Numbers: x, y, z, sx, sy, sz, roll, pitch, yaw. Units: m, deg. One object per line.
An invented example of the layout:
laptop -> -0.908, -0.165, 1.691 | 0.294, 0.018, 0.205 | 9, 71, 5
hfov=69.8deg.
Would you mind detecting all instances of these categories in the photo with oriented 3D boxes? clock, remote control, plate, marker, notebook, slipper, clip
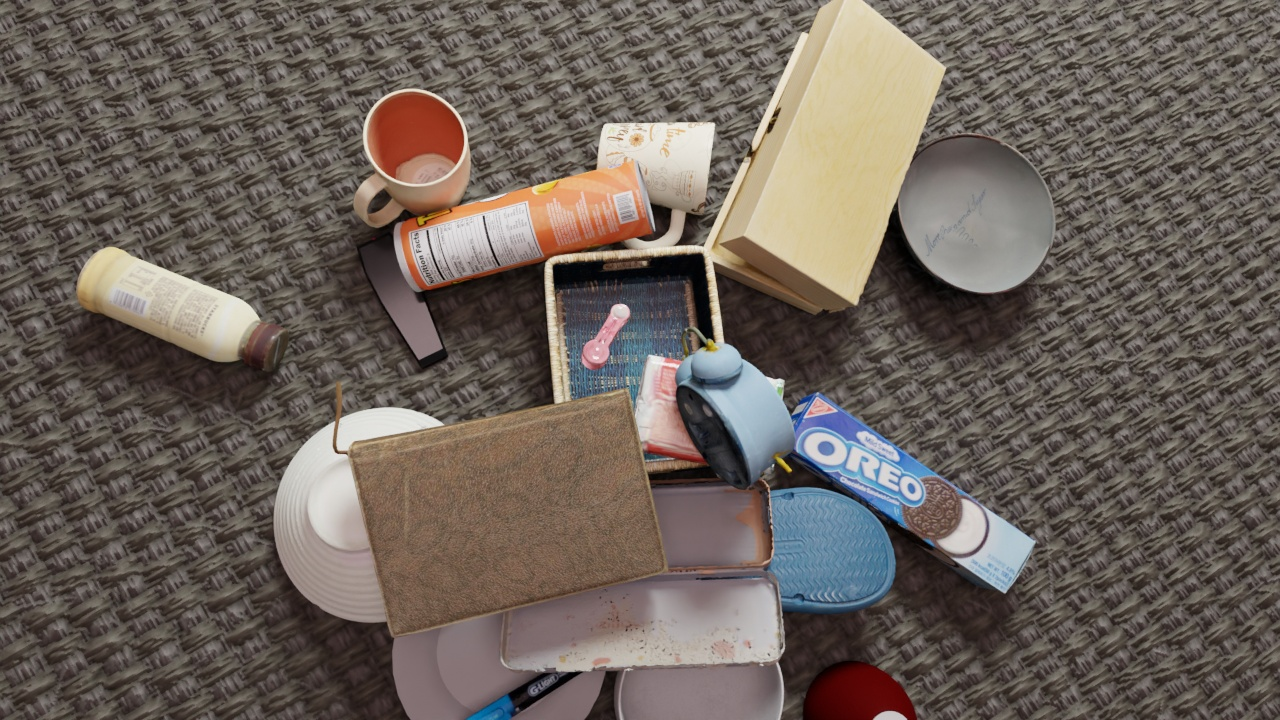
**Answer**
clock -> 0.062, 0.032, 0.664 | 0.051, 0.089, 0.124 | -31, 88, -15
remote control -> -0.208, -0.053, 0.805 | 0.039, 0.010, 0.124 | -27, 84, -10
plate -> -0.114, 0.239, 0.755 | 0.172, 0.019, 0.172 | 1, 79, -5
marker -> -0.091, 0.268, 0.733 | 0.123, 0.015, 0.018 | -29, 83, -12
notebook -> -0.103, 0.091, 0.678 | 0.215, 0.034, 0.190 | -12, 95, -4
slipper -> 0.104, 0.161, 0.773 | 0.214, 0.059, 0.103 | -2, 71, 8
clip -> -0.027, -0.018, 0.740 | 0.022, 0.038, 0.058 | 32, 79, 4

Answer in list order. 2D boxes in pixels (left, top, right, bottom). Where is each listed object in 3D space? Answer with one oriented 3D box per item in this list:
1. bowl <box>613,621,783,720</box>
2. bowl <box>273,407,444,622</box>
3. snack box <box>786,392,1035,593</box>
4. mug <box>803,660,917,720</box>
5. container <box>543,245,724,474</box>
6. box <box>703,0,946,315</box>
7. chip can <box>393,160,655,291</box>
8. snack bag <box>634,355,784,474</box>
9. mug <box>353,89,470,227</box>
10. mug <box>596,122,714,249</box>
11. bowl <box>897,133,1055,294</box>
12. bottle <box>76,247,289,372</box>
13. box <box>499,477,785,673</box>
bowl -> 0.044, 0.266, 0.742 | 0.132, 0.064, 0.131 | 1, 79, -6
bowl -> -0.216, 0.117, 0.731 | 0.177, 0.071, 0.177 | 0, 75, 1
snack box -> 0.225, 0.114, 0.793 | 0.226, 0.059, 0.059 | 35, 82, 1
mug -> 0.195, 0.302, 0.738 | 0.087, 0.088, 0.114 | -42, 86, -12
container -> -0.005, 0.005, 0.783 | 0.145, 0.071, 0.187 | -5, 80, -7
box -> 0.163, -0.178, 0.834 | 0.140, 0.123, 0.248 | 29, 77, -24
chip can -> -0.097, -0.113, 0.776 | 0.210, 0.062, 0.062 | -13, 81, 6
snack bag -> 0.052, 0.043, 0.725 | 0.116, 0.036, 0.077 | 11, 79, -4
mug -> -0.195, -0.157, 0.778 | 0.085, 0.104, 0.111 | 44, 79, 4
mug -> 0.010, -0.156, 0.823 | 0.097, 0.081, 0.122 | 7, 100, 3
bowl -> 0.298, -0.127, 0.845 | 0.150, 0.057, 0.150 | 1, 79, -6
bottle -> -0.376, -0.039, 0.762 | 0.162, 0.056, 0.056 | 23, 78, -1
box -> -0.001, 0.168, 0.720 | 0.216, 0.058, 0.153 | -3, 65, 3
